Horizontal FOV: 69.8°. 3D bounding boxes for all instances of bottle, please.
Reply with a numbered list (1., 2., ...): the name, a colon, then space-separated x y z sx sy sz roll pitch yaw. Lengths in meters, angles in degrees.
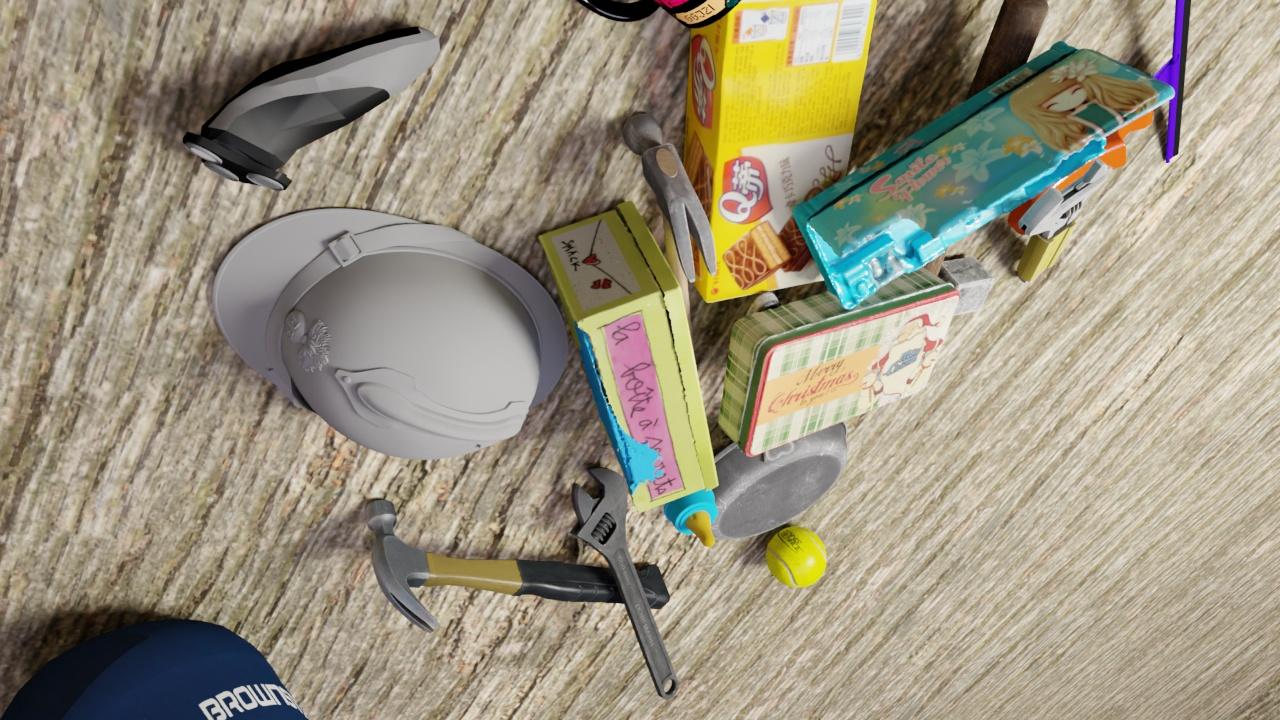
1. bottle: 0.033 0.107 0.801 0.051 0.146 0.051 -13 131 -15

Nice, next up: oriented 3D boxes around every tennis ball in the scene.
1. tennis ball: 0.172 0.216 1.011 0.065 0.065 0.065 -13 131 -15

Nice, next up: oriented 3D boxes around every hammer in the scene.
1. hammer: -0.098 0.205 0.862 0.332 0.117 0.025 18 126 -41
2. hammer: 0.221 -0.140 0.732 0.217 0.037 0.301 -10 138 -16
3. hammer: 0.030 -0.028 0.735 0.030 0.119 0.332 -17 141 -9

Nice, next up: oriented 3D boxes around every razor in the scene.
1. razor: -0.190 -0.156 0.547 0.156 0.060 0.057 -41 178 -10

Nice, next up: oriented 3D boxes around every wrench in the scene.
1. wrench: 0.341 -0.104 0.767 0.084 0.018 0.273 -39 162 6
2. wrench: -0.009 0.222 0.894 0.073 0.018 0.273 -33 115 -33

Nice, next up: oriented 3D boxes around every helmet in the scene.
1. helmet: -0.411 0.337 0.732 0.271 0.223 0.232 -56 151 -15
2. helmet: -0.161 0.009 0.651 0.271 0.117 0.184 21 116 -34

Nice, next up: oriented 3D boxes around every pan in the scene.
1. pan: 0.119 0.067 0.843 0.187 0.055 0.357 -23 147 -10

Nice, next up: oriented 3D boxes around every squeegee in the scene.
1. squeegee: 0.380 -0.180 0.773 0.185 0.055 0.249 -47 146 2

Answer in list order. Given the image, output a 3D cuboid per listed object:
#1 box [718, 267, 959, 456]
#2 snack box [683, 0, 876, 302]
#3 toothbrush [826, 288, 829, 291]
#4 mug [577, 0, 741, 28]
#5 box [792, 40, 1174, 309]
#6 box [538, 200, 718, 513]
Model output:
1. box: 0.162 -0.001 0.748 0.205 0.049 0.118 -15 129 -27
2. snack box: 0.091 -0.159 0.665 0.110 0.061 0.231 -12 131 -16
3. toothbrush: 0.159 -0.051 0.757 0.022 0.015 0.155 -45 151 -34
4. mug: 0.003 -0.251 0.545 0.098 0.081 0.118 25 142 -37
5. box: 0.238 -0.111 0.636 0.227 0.121 0.098 -32 125 4
6. box: -0.004 0.004 0.718 0.081 0.124 0.221 -21 132 -4
